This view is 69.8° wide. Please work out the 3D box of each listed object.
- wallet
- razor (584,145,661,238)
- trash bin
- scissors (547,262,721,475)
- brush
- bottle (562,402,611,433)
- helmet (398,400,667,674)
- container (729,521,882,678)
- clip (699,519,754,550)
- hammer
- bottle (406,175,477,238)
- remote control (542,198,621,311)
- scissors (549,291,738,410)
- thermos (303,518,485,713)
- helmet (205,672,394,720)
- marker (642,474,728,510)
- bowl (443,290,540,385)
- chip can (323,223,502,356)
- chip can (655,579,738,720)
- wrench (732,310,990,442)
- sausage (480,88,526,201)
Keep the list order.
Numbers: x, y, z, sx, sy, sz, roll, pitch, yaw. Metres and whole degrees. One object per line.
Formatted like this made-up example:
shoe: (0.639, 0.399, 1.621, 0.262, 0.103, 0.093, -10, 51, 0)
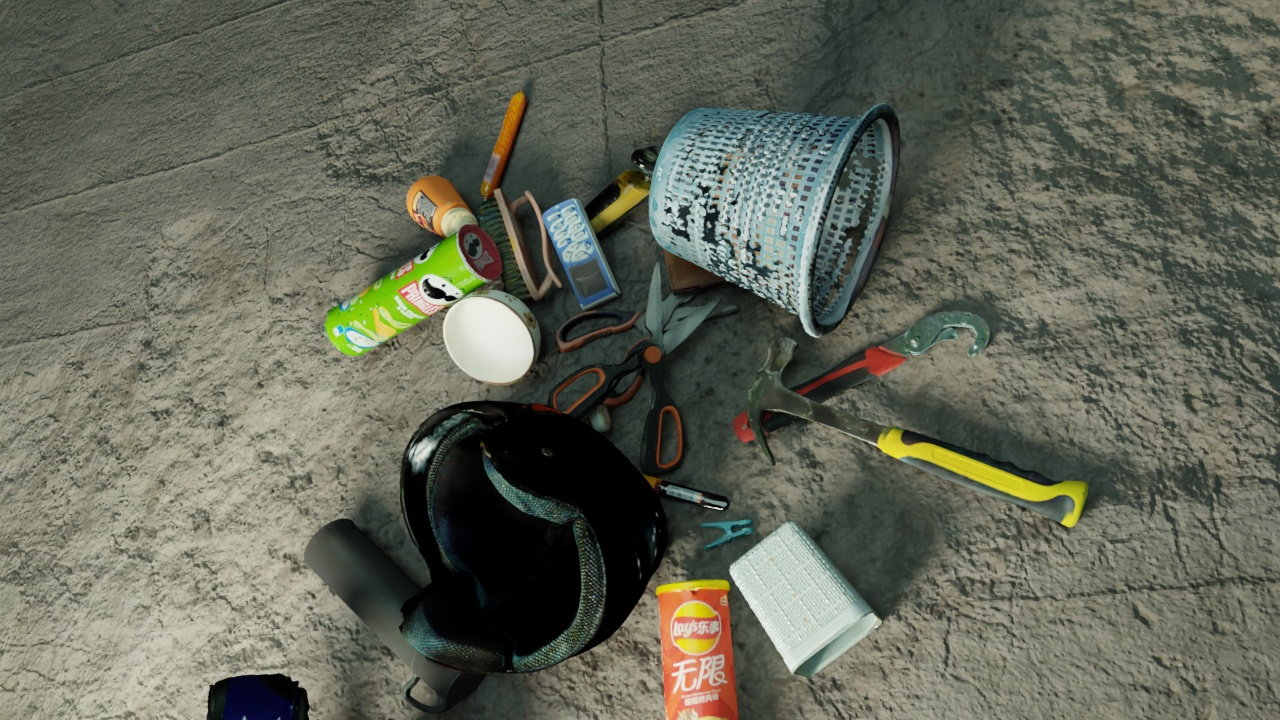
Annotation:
wallet: (0.086, -0.128, 1.022, 0.124, 0.032, 0.101, -11, 68, 6)
razor: (-0.031, -0.187, 1.078, 0.168, 0.067, 0.062, -38, 54, 11)
trash bin: (0.126, -0.159, 0.914, 0.195, 0.226, 0.226, 21, 79, 26)
scissors: (0.005, 0.017, 0.978, 0.220, 0.022, 0.229, -21, 88, -11)
brush: (-0.141, -0.135, 1.097, 0.073, 0.063, 0.145, -23, 66, 3)
bottle: (-0.133, 0.088, 1.016, 0.206, 0.060, 0.059, -17, 66, 12)
helmet: (-0.109, 0.160, 0.889, 0.275, 0.229, 0.234, 41, 113, 32)
container: (0.150, 0.218, 0.849, 0.090, 0.090, 0.111, -38, 60, 3)
clip: (0.088, 0.174, 0.929, 0.055, 0.013, 0.038, -15, 67, 17)
hammer: (0.252, 0.084, 0.879, 0.323, 0.032, 0.126, 21, 82, 21)
bottle: (-0.237, -0.179, 1.124, 0.067, 0.067, 0.149, -48, 41, -1)
remote control: (-0.068, -0.123, 1.061, 0.049, 0.024, 0.125, -23, 90, 20)
scissors: (-0.001, -0.031, 1.035, 0.189, 0.015, 0.226, 23, 79, 26)
thermos: (-0.274, 0.277, 0.993, 0.242, 0.068, 0.090, 35, 80, 27)
helmet: (-0.280, 0.448, 0.837, 0.240, 0.248, 0.315, 4, 74, -20)
marker: (0.034, 0.137, 0.962, 0.124, 0.015, 0.018, 11, 77, 21)
bowl: (-0.163, -0.034, 1.058, 0.114, 0.113, 0.062, -1, 27, 20)
chip can: (-0.273, -0.078, 1.088, 0.237, 0.072, 0.072, -25, 63, 28)
chip can: (0.055, 0.317, 0.856, 0.073, 0.073, 0.216, -9, 69, 17)
wrench: (0.220, 0.016, 0.936, 0.274, 0.016, 0.056, -24, 64, 10)
sausage: (-0.176, -0.279, 1.184, 0.021, 0.021, 0.165, 10, 75, 23)
